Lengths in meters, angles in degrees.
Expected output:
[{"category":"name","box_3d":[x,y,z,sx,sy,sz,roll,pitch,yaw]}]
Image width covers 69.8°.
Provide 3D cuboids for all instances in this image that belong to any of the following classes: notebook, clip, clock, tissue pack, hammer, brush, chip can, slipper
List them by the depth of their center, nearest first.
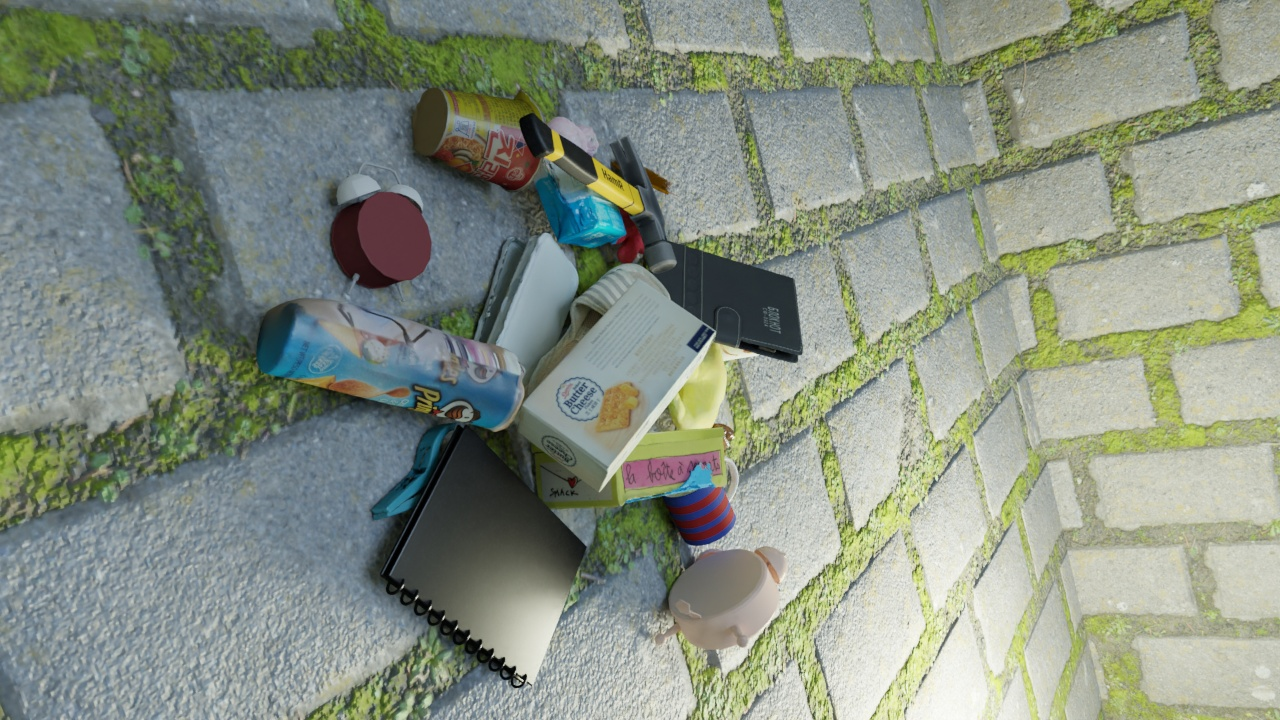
[{"category":"chip can","box_3d":[-0.211,0.002,0.808,0.229,0.080,0.079,19,66,-41]},{"category":"clock","box_3d":[-0.240,-0.121,0.852,0.087,0.044,0.124,4,78,-53]},{"category":"clip","box_3d":[-0.196,0.104,0.871,0.120,0.033,0.118,24,66,-50]},{"category":"notebook","box_3d":[-0.143,0.198,0.898,0.231,0.019,0.168,54,45,-39]},{"category":"hammer","box_3d":[-0.046,-0.203,1.004,0.324,0.034,0.169,14,57,-68]},{"category":"slipper","box_3d":[-0.039,-0.020,1.016,0.114,0.054,0.271,41,47,-9]},{"category":"tissue pack","box_3d":[-0.070,-0.182,1.059,0.144,0.062,0.093,-9,81,-74]},{"category":"clock","box_3d":[0.100,0.283,1.133,0.160,0.131,0.086,-40,113,-50]},{"category":"notebook","box_3d":[0.110,-0.080,1.205,0.209,0.030,0.169,13,44,-8]},{"category":"brush","box_3d":[0.016,-0.244,1.234,0.126,0.048,0.017,12,113,-52]}]

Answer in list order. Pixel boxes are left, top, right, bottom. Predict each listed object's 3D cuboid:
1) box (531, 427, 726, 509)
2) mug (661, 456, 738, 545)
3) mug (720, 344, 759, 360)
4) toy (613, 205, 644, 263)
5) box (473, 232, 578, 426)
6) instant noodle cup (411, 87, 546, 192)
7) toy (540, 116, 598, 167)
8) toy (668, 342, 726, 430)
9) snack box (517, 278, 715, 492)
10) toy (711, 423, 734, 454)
[{"category":"box","box_3d":[-0.006,0.118,1.045,0.220,0.125,0.079,-2,85,-52]},{"category":"mug","box_3d":[0.087,0.174,1.181,0.111,0.075,0.076,-37,112,-30]},{"category":"mug","box_3d":[0.141,-0.044,1.298,0.082,0.105,0.082,18,68,-50]},{"category":"toy","box_3d":[-0.006,-0.176,1.183,0.091,0.045,0.134,55,37,-27]},{"category":"box","box_3d":[-0.124,-0.036,0.986,0.118,0.063,0.213,45,47,-41]},{"category":"instant noodle cup","box_3d":[-0.169,-0.231,0.945,0.112,0.101,0.100,2,79,-45]},{"category":"toy","box_3d":[-0.098,-0.253,1.078,0.109,0.047,0.063,-21,76,-49]},{"category":"toy","box_3d":[0.073,0.020,1.219,0.154,0.065,0.170,26,62,-58]},{"category":"snack box","box_3d":[-0.021,0.020,0.926,0.104,0.058,0.207,35,56,8]},{"category":"toy","box_3d":[0.095,0.112,1.252,0.101,0.042,0.055,4,100,-61]}]
